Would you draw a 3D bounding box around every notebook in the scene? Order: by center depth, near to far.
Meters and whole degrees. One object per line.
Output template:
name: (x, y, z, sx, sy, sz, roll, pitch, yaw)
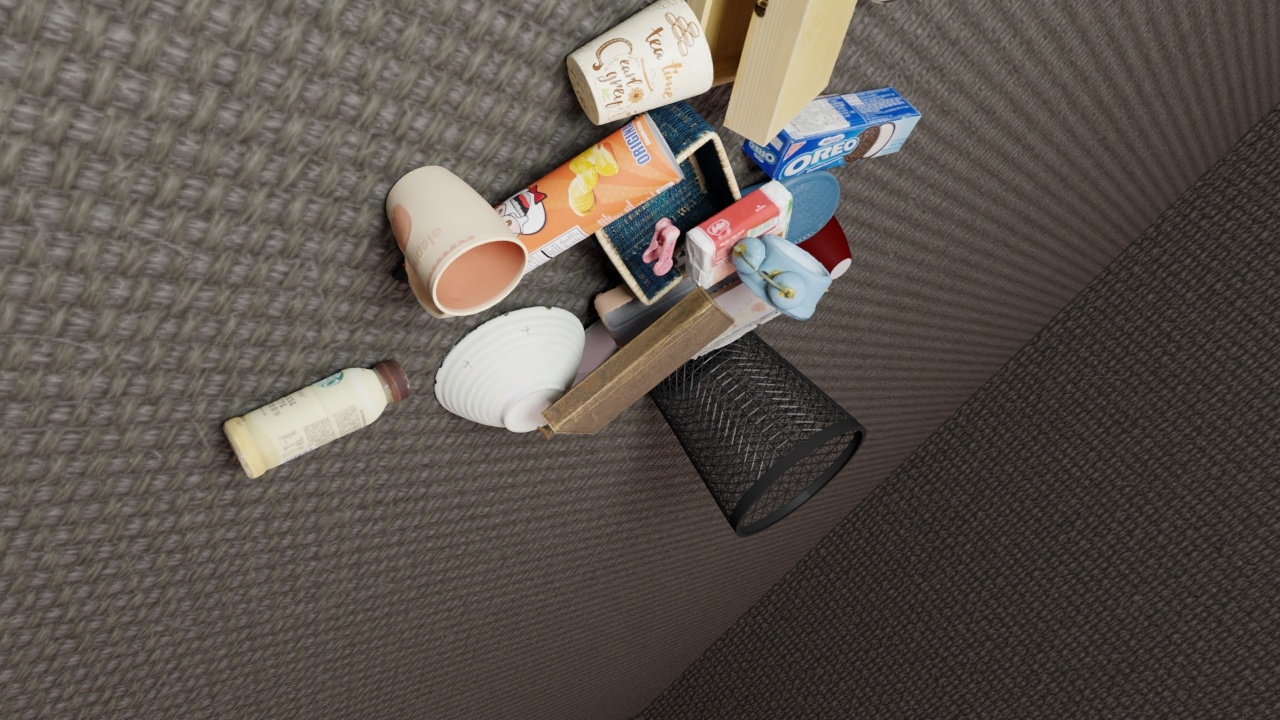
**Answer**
notebook: (-0.005, 0.005, 0.957, 0.215, 0.034, 0.190, -39, 169, 8)

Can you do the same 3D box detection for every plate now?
plate: (-0.040, -0.016, 1.119, 0.172, 0.019, 0.173, -31, 154, -17)

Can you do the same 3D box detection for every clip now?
clip: (0.017, -0.112, 0.871, 0.022, 0.038, 0.059, -18, 149, -32)

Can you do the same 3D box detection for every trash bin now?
trash bin: (0.141, 0.075, 1.247, 0.216, 0.243, 0.217, -31, 154, -17)

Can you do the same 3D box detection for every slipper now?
slipper: (0.129, -0.164, 1.057, 0.214, 0.059, 0.104, -24, 146, 1)

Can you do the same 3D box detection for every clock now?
clock: (0.137, -0.084, 0.903, 0.124, 0.089, 0.052, -3, 133, -57)

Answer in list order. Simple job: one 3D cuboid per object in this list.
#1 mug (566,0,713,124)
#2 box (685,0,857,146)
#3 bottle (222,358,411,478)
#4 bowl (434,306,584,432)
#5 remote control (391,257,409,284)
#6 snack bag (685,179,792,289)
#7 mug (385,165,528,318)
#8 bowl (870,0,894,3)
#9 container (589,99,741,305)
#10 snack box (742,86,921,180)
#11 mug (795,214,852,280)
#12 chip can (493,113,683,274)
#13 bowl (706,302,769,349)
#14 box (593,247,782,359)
mug: (-0.006, -0.233, 0.759, 0.097, 0.081, 0.122, -27, 175, -9)
box: (0.116, -0.328, 0.748, 0.140, 0.123, 0.249, -51, 165, -35)
bottle: (-0.292, 0.048, 0.841, 0.161, 0.056, 0.057, -27, 152, -25)
bowl: (-0.126, 0.028, 0.990, 0.177, 0.071, 0.178, -23, 149, -15)
remote control: (-0.172, -0.079, 0.845, 0.039, 0.010, 0.124, -49, 154, 20)
snack bag: (0.099, -0.126, 0.929, 0.115, 0.036, 0.077, -33, 155, -14)
mug: (-0.158, -0.089, 0.738, 0.085, 0.104, 0.112, -13, 145, -43)
bowl: (0.230, -0.396, 0.805, 0.150, 0.056, 0.151, -30, 153, -17)
container: (0.017, -0.153, 0.904, 0.145, 0.071, 0.187, -39, 155, 0)
snack box: (0.217, -0.256, 1.022, 0.225, 0.059, 0.059, -19, 152, -36)
mug: (0.237, -0.148, 1.189, 0.113, 0.088, 0.087, -10, 143, -46)
chip can: (-0.069, -0.128, 0.785, 0.210, 0.062, 0.062, -29, 157, 12)
bowl: (0.104, -0.082, 1.149, 0.131, 0.064, 0.132, -31, 154, -17)
box: (0.068, -0.064, 1.046, 0.216, 0.058, 0.154, -29, 140, 1)
